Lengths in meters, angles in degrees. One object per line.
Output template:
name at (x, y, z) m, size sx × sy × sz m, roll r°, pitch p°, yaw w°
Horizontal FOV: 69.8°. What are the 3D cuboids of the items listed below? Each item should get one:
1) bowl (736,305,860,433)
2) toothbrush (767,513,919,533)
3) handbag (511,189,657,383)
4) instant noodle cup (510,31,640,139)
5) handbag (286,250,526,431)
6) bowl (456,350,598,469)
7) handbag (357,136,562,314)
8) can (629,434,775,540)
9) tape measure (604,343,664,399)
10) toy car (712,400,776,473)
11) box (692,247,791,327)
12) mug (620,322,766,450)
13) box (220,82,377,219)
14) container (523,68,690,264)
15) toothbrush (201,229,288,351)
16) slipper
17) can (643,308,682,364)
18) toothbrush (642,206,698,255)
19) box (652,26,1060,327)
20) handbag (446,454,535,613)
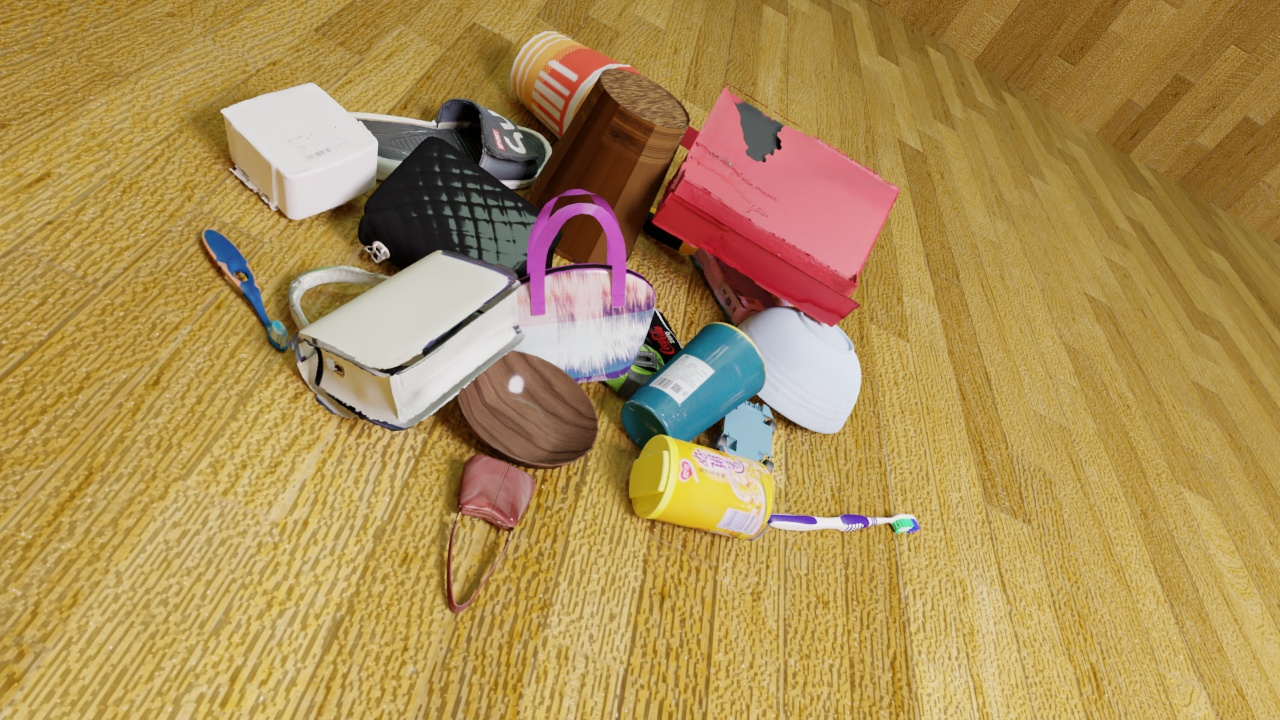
bowl at (0.167, -0.005, 0.931) m, size 0.150 × 0.075 × 0.150 m, roll 28°, pitch 26°, yaw -16°
toothbrush at (0.189, 0.149, 0.841) m, size 0.186 × 0.015 × 0.016 m, roll 6°, pitch 48°, yaw -32°
handbag at (-0.052, -0.063, 0.758) m, size 0.144 × 0.170 × 0.068 m, roll -6°, pitch 46°, yaw -11°
instant noodle cup at (-0.083, -0.327, 1.113) m, size 0.121 × 0.124 × 0.123 m, roll 40°, pitch 35°, yaw 22°
handbag at (-0.195, -0.027, 0.701) m, size 0.176 × 0.074 × 0.150 m, roll 21°, pitch 41°, yaw 25°
bowl at (-0.094, 0.046, 0.728) m, size 0.119 × 0.032 × 0.119 m, roll 21°, pitch 38°, yaw -17°
handbag at (-0.167, -0.100, 0.822) m, size 0.153 × 0.115 × 0.124 m, roll 39°, pitch 59°, yaw 2°
can at (0.050, 0.104, 0.742) m, size 0.105 × 0.068 × 0.067 m, roll 17°, pitch 39°, yaw -22°
tape measure at (-0.005, 0.005, 0.842) m, size 0.058 × 0.036 × 0.065 m, roll 19°, pitch 37°, yaw -20°
toy car at (0.093, 0.074, 0.843) m, size 0.060 × 0.028 × 0.107 m, roll 27°, pitch 33°, yaw -8°
box at (0.108, -0.133, 1.070) m, size 0.084 × 0.063 × 0.230 m, roll 5°, pitch 44°, yaw -33°
mug at (0.044, 0.029, 0.803) m, size 0.078 × 0.078 × 0.121 m, roll 43°, pitch 54°, yaw 14°
box at (-0.302, -0.169, 0.819) m, size 0.108 × 0.102 × 0.102 m, roll 41°, pitch 53°, yaw 20°
container at (-0.032, -0.201, 0.950) m, size 0.132 × 0.168 × 0.132 m, roll 21°, pitch 37°, yaw -17°
toothbrush at (-0.303, -0.058, 0.703) m, size 0.021 × 0.017 × 0.135 m, roll -17°, pitch 59°, yaw -45°
slipper at (-0.191, -0.235, 0.962) m, size 0.263 × 0.063 × 0.111 m, roll -9°, pitch 53°, yaw -41°
can at (0.023, -0.012, 0.888) m, size 0.031 × 0.032 × 0.080 m, roll 2°, pitch 46°, yaw -37°
toothbrush at (-0.014, -0.182, 1.065) m, size 0.197 × 0.031 × 0.030 m, roll 36°, pitch 49°, yaw 11°
box at (0.141, -0.132, 0.805) m, size 0.213 × 0.128 × 0.425 m, roll 30°, pitch -3°, yaw -7°
handbag at (-0.111, 0.121, 0.636) m, size 0.055 × 0.029 × 0.119 m, roll 24°, pitch 41°, yaw -10°
